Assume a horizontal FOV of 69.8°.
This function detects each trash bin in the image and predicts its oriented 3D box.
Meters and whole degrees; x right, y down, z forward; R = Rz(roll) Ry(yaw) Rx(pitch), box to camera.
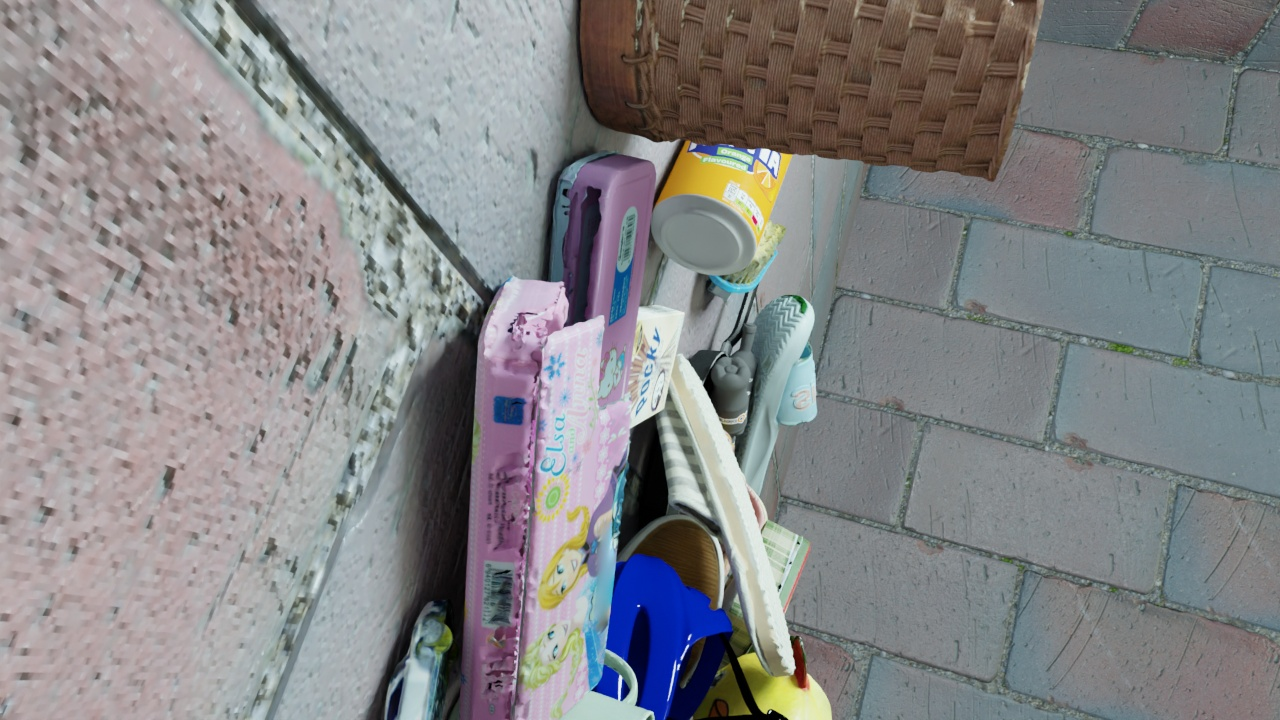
[{"bbox_3d":[0.092,-0.180,0.479,0.151,0.210,0.151,14,89,-76],"label":"trash bin"}]

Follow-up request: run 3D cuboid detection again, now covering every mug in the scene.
[{"bbox_3d":[-0.048,0.212,0.526,0.111,0.104,0.084,-61,159,-44],"label":"mug"}]

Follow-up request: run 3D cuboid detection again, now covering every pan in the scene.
[{"bbox_3d":[0.067,0.040,0.948,0.225,0.034,0.355,73,34,-64],"label":"pan"}]

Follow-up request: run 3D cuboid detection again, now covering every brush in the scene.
[{"bbox_3d":[0.093,-0.093,0.891,0.075,0.055,0.135,-59,176,32],"label":"brush"}]

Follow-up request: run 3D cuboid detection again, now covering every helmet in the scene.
[{"bbox_3d":[0.036,0.249,0.635,0.240,0.228,0.148,-62,168,-52],"label":"helmet"}]

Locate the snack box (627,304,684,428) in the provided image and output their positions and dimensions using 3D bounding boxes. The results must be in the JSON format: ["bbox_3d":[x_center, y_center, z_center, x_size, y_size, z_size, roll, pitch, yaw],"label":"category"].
[{"bbox_3d":[-0.004,0.004,0.659,0.149,0.026,0.082,-20,124,-74],"label":"snack box"}]

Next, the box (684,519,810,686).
[{"bbox_3d":[0.090,0.249,0.860,0.117,0.050,0.206,-58,171,-46],"label":"box"}]

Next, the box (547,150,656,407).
[{"bbox_3d":[-0.031,-0.010,0.527,0.076,0.036,0.214,-40,142,-61],"label":"box"}]

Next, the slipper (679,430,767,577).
[{"bbox_3d":[0.081,0.155,0.889,0.093,0.081,0.198,-58,156,-46],"label":"slipper"}]

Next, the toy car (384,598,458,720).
[{"bbox_3d":[-0.101,0.153,0.418,0.039,0.027,0.089,95,-2,-60],"label":"toy car"}]

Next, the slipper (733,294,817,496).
[{"bbox_3d":[0.142,0.044,0.967,0.104,0.074,0.246,-104,-157,-61],"label":"slipper"}]

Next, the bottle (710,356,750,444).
[{"bbox_3d":[0.085,0.044,0.878,0.110,0.036,0.036,87,22,-45],"label":"bottle"}]

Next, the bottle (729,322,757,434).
[{"bbox_3d":[0.099,0.017,0.916,0.030,0.030,0.113,-43,144,-65],"label":"bottle"}]

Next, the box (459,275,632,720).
[{"bbox_3d":[-0.042,0.081,0.445,0.084,0.077,0.231,-92,-172,-67],"label":"box"}]

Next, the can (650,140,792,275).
[{"bbox_3d":[0.065,-0.137,0.680,0.079,0.079,0.142,84,25,-54],"label":"can"}]

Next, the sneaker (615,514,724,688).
[{"bbox_3d":[-0.008,0.278,0.795,0.127,0.120,0.294,134,-22,-72],"label":"sneaker"}]

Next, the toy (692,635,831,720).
[{"bbox_3d":[0.076,0.314,0.726,0.207,0.092,0.134,-45,-164,1],"label":"toy"}]

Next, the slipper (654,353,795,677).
[{"bbox_3d":[0.061,0.120,0.734,0.114,0.054,0.272,42,25,-58],"label":"slipper"}]
